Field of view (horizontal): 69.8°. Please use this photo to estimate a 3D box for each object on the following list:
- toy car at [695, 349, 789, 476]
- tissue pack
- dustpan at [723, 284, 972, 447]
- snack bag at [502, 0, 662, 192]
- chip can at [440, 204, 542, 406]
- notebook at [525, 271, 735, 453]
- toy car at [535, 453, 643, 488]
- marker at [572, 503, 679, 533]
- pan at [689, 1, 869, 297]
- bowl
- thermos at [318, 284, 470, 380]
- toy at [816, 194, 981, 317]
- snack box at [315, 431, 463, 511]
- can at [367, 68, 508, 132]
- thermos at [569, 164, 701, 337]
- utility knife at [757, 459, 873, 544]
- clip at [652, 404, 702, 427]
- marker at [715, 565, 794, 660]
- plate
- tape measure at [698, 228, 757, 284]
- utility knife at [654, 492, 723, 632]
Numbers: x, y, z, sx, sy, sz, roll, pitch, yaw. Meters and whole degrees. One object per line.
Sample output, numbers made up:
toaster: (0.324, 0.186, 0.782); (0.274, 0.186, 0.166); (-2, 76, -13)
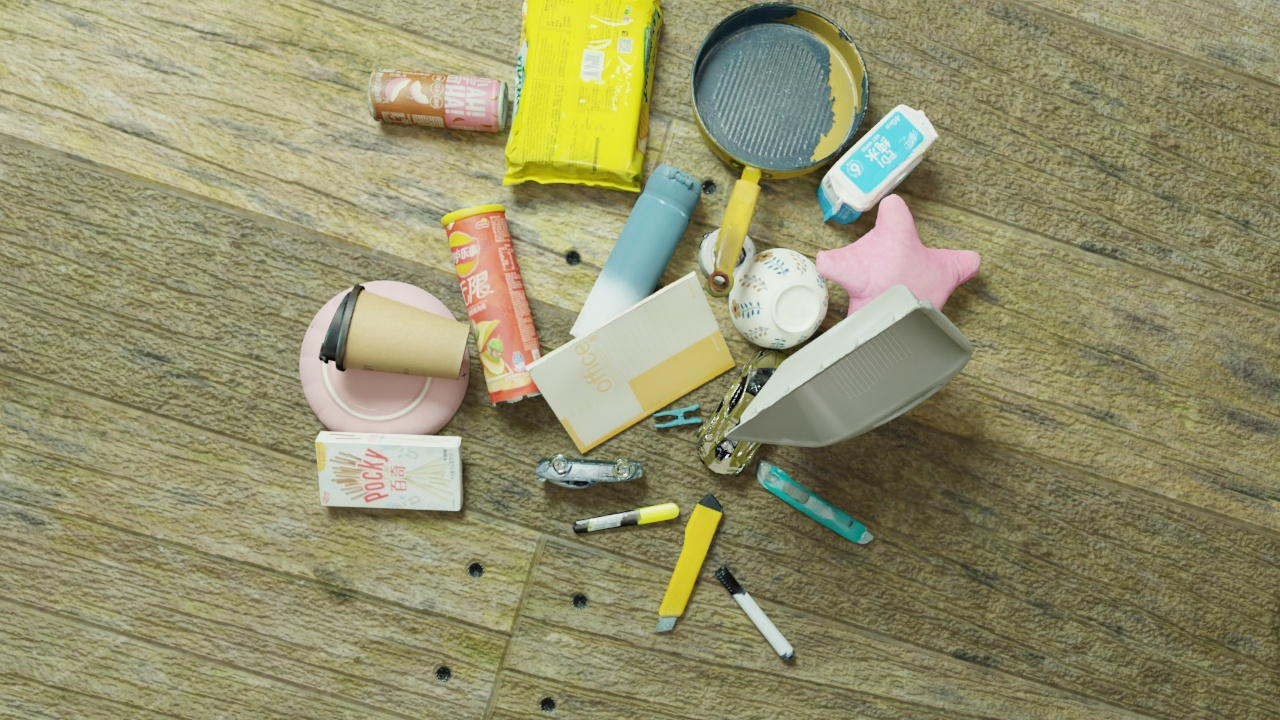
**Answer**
toy car: (0.123, 0.058, 1.042); (0.070, 0.042, 0.158); (33, 87, -3)
tissue pack: (0.259, -0.213, 1.017); (0.140, 0.090, 0.063); (-44, 87, -1)
dustpan: (0.235, 0.031, 0.934); (0.223, 0.257, 0.142); (-37, 93, 23)
snack bag: (-0.062, -0.306, 1.017); (0.158, 0.068, 0.246); (6, 90, -2)
chip can: (-0.157, -0.061, 1.015); (0.073, 0.073, 0.216); (-16, 92, -2)
notebook: (-0.006, 0.006, 1.010); (0.206, 0.010, 0.146); (-29, 129, -2)
toy car: (-0.057, 0.125, 1.029); (0.120, 0.054, 0.037); (1, 88, -3)
marker: (-0.017, 0.181, 1.052); (0.124, 0.015, 0.018); (-10, 90, 1)
pan: (0.129, -0.227, 0.991); (0.198, 0.078, 0.357); (18, 81, 2)
bowl: (0.160, -0.064, 1.013); (0.113, 0.062, 0.113); (-4, 105, -14)
thermos: (-0.256, -0.023, 0.967); (0.143, 0.093, 0.093); (13, 90, -10)
toy: (0.272, -0.080, 1.016); (0.194, 0.074, 0.179); (26, 101, -24)
snack box: (-0.277, 0.123, 1.021); (0.157, 0.026, 0.085); (2, 114, -3)
can: (-0.223, -0.288, 1.016); (0.147, 0.058, 0.058); (5, 90, -2)
thermos: (-0.002, -0.111, 1.021); (0.070, 0.070, 0.220); (27, 91, -2)
utility knife: (0.200, 0.166, 1.058); (0.160, 0.013, 0.029); (32, 91, -2)
clip: (0.043, 0.065, 1.052); (0.057, 0.014, 0.046); (-9, 93, -1)
marker: (0.132, 0.291, 1.054); (0.018, 0.023, 0.130); (-39, 91, -7)
plate: (-0.290, 0.006, 1.027); (0.192, 0.039, 0.192); (0, 91, -2)
tape measure: (0.099, -0.119, 1.041); (0.066, 0.033, 0.066); (-27, 91, -4)
utility knife: (0.053, 0.234, 1.054); (0.033, 0.015, 0.173); (22, 91, 4)
